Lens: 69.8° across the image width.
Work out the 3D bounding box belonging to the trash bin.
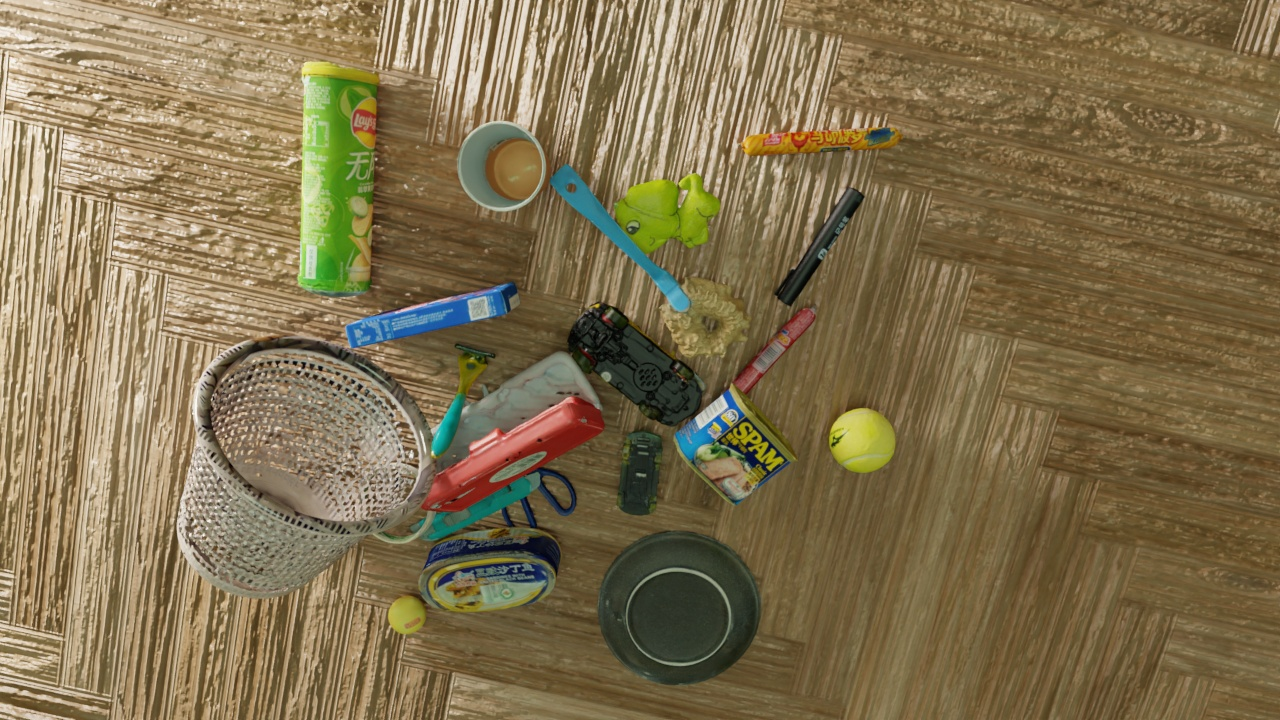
[{"bbox_3d":[-0.342,0.120,0.888,0.227,0.226,0.193,39,121,-5],"label":"trash bin"}]

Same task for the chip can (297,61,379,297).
[{"bbox_3d":[-0.297,-0.173,0.900,0.072,0.072,0.221,6,100,1],"label":"chip can"}]

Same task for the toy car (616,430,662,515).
[{"bbox_3d":[0.000,0.117,0.960,0.043,0.036,0.091,7,99,0],"label":"toy car"}]

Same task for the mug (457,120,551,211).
[{"bbox_3d":[-0.121,-0.182,0.866,0.078,0.122,0.078,0,101,1],"label":"mug"}]

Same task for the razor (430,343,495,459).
[{"bbox_3d":[-0.185,0.043,0.925,0.043,0.028,0.132,16,58,-4],"label":"razor"}]

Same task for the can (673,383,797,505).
[{"bbox_3d":[0.096,0.088,0.931,0.083,0.057,0.102,-41,116,10],"label":"can"}]

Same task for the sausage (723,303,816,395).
[{"bbox_3d":[0.127,0.001,0.943,0.020,0.020,0.156,41,100,-5],"label":"sausage"}]

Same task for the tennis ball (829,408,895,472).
[{"bbox_3d":[0.225,0.081,0.930,0.065,0.065,0.065,0,100,2],"label":"tennis ball"}]

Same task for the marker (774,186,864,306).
[{"bbox_3d":[0.179,-0.114,0.921,0.022,0.020,0.132,38,102,25],"label":"marker"}]

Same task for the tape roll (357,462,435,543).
[{"bbox_3d":[-0.260,0.153,0.981,0.086,0.014,0.086,1,95,11],"label":"tape roll"}]

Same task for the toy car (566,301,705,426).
[{"bbox_3d":[-0.006,0.006,0.936,0.156,0.041,0.071,38,99,0],"label":"toy car"}]

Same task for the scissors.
[{"bbox_3d":[-0.142,0.112,0.978,0.171,0.012,0.141,30,100,-1],"label":"scissors"}]

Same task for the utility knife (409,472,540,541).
[{"bbox_3d":[-0.175,0.156,0.977,0.165,0.013,0.029,-27,98,14],"label":"utility knife"}]

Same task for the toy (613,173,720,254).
[{"bbox_3d":[0.024,-0.146,0.913,0.100,0.031,0.097,21,108,-4],"label":"toy"}]

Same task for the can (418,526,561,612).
[{"bbox_3d":[-0.159,0.222,0.972,0.148,0.049,0.075,-7,111,5],"label":"can"}]

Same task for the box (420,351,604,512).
[{"bbox_3d":[-0.140,0.070,0.929,0.202,0.095,0.098,-31,69,16],"label":"box"}]

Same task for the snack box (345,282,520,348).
[{"bbox_3d":[-0.204,-0.046,0.913,0.157,0.084,0.026,-12,99,4],"label":"snack box"}]

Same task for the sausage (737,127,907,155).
[{"bbox_3d":[0.178,-0.215,0.900,0.165,0.021,0.021,-3,100,2],"label":"sausage"}]

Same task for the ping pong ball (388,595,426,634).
[{"bbox_3d":[-0.253,0.276,0.996,0.040,0.040,0.040,0,100,2],"label":"ping pong ball"}]

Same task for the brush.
[{"bbox_3d":[0.009,-0.094,0.902,0.083,0.045,0.254,-42,107,15],"label":"brush"}]

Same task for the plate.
[{"bbox_3d":[0.041,0.273,0.993,0.179,0.024,0.179,0,101,2],"label":"plate"}]
